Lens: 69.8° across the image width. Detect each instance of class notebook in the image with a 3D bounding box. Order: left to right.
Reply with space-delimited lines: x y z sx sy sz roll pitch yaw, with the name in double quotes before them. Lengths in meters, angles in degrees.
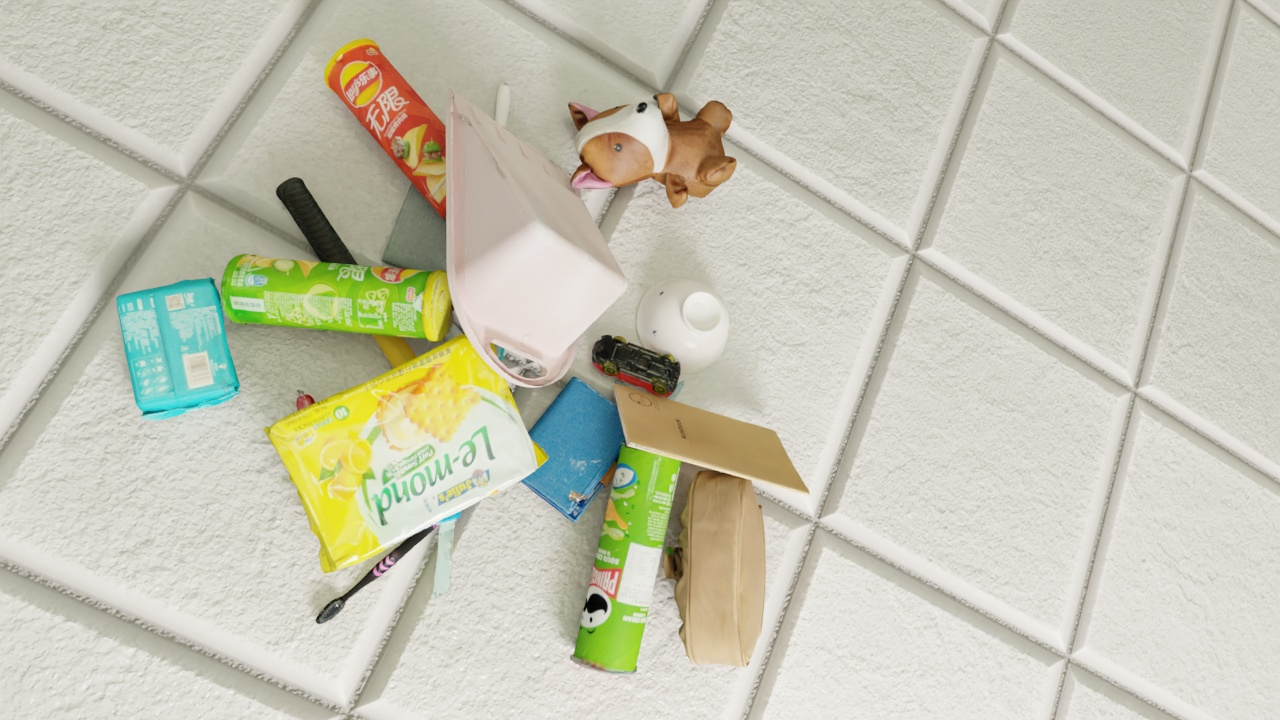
"notebook" 0.074 0.085 1.009 0.207 0.147 0.008 17 109 -14

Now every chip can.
"chip can" -0.301 -0.063 0.911 0.221 0.072 0.072 5 75 4
"chip can" -0.250 -0.246 0.992 0.073 0.073 0.216 -37 82 -23
"chip can" -0.012 0.207 0.972 0.072 0.072 0.236 15 83 -16

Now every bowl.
"bowl" 0.061 -0.049 1.080 0.118 0.065 0.118 4 77 -18

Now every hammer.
"hammer" -0.290 -0.062 0.968 0.128 0.033 0.300 -34 88 -10

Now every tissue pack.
"tissue pack" -0.452 -0.015 0.898 0.093 0.050 0.133 -13 82 -19

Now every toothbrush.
"toothbrush" -0.253 0.202 0.939 0.188 0.018 0.014 -41 94 -24
"toothbrush" -0.163 -0.250 1.058 0.016 0.016 0.179 13 64 -24

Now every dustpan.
"dustpan" -0.134 -0.116 0.964 0.222 0.139 0.273 29 25 -51

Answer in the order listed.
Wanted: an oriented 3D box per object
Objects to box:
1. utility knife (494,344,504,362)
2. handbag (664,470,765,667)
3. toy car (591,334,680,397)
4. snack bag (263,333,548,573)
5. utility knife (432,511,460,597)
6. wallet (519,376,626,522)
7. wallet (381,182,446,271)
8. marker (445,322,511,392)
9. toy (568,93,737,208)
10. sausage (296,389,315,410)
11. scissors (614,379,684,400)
"utility knife" -0.165 -0.001 1.016 0.029 0.013 0.175 14 74 -5
"handbag" 0.084 0.223 0.995 0.100 0.148 0.204 0 75 16
"toy car" -0.006 0.006 1.059 0.106 0.031 0.049 22 52 -6
"snack bag" -0.230 0.084 0.907 0.246 0.068 0.158 -26 97 -15
"utility knife" -0.201 0.137 0.964 0.034 0.018 0.218 2 74 0
"wallet" -0.072 0.097 1.013 0.106 0.040 0.132 37 70 3
"wallet" -0.207 -0.135 1.020 0.129 0.037 0.106 21 73 -14
"marker" -0.189 -0.009 0.999 0.022 0.018 0.130 -43 86 -3
"toy" 0.013 -0.253 1.083 0.199 0.131 0.140 3 60 -9
"sausage" -0.319 0.101 0.936 0.020 0.020 0.156 -22 87 -23
"scissors" 0.014 0.074 1.064 0.133 0.017 0.133 46 68 0
